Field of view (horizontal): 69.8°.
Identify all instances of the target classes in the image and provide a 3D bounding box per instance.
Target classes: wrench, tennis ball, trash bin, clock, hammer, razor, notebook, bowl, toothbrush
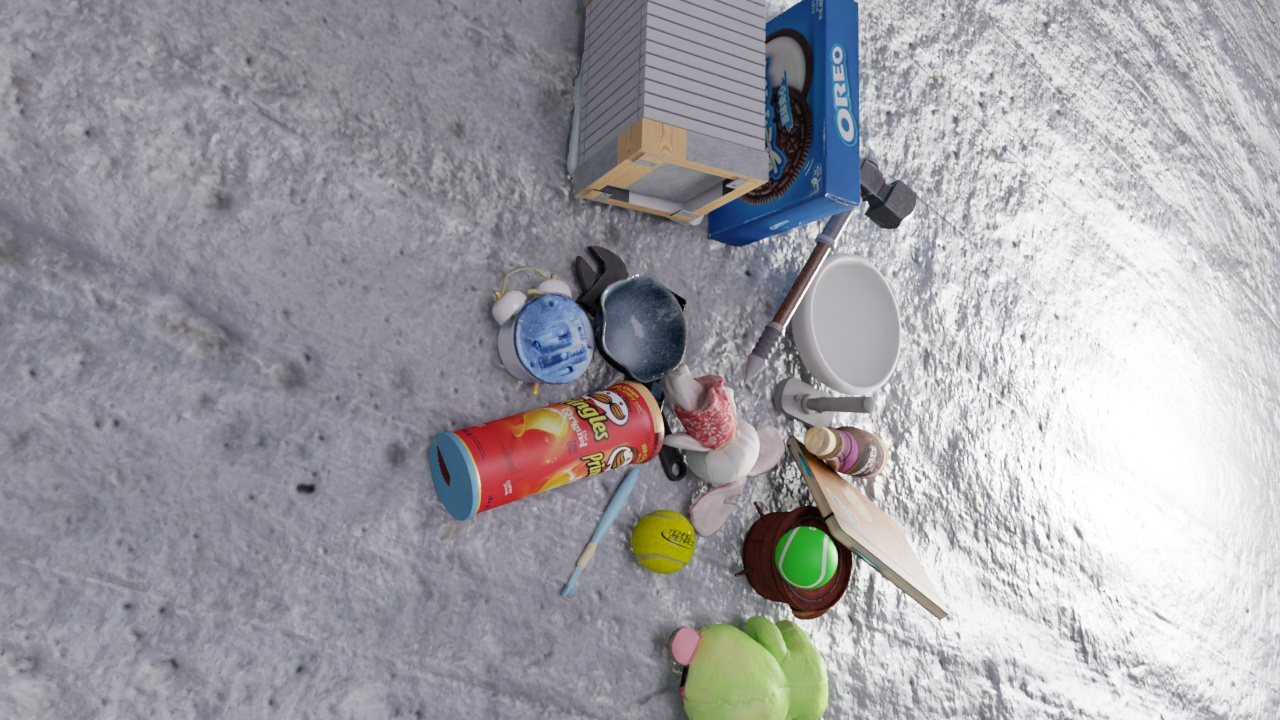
[{"bbox_3d":[-0.006,0.006,0.988,0.072,0.018,0.273,-29,102,-37],"label":"wrench"},{"bbox_3d":[0.175,0.209,0.972,0.065,0.065,0.065,6,80,-36],"label":"tennis ball"},{"bbox_3d":[0.025,0.188,0.953,0.065,0.066,0.065,6,80,-36],"label":"tennis ball"},{"bbox_3d":[0.032,-0.292,0.944,0.142,0.143,0.246,8,78,-28],"label":"trash bin"},{"bbox_3d":[0.188,0.234,1.064,0.157,0.072,0.120,30,67,-29],"label":"clock"},{"bbox_3d":[0.197,-0.106,1.062,0.156,0.043,0.321,36,74,-13],"label":"hammer"},{"bbox_3d":[0.230,0.053,1.094,0.088,0.116,0.047,26,74,-31],"label":"razor"},{"bbox_3d":[0.266,0.199,1.080,0.249,0.014,0.178,39,19,-31],"label":"notebook"},{"bbox_3d":[-0.009,-0.030,0.940,0.110,0.055,0.110,9,75,-34],"label":"bowl"},{"bbox_3d":[-0.038,0.175,0.939,0.154,0.016,0.022,-60,149,-26],"label":"toothbrush"},{"bbox_3d":[0.246,-0.042,1.150,0.176,0.066,0.176,6,80,-36],"label":"bowl"},{"bbox_3d":[-0.098,-0.033,0.902,0.088,0.052,0.125,-20,95,-36],"label":"clock"}]

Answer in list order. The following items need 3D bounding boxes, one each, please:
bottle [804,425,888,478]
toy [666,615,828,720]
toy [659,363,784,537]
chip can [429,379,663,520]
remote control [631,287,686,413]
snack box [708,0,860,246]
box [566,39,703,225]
[{"bbox_3d":[0.244,0.106,1.103,0.166,0.060,0.059,20,71,-54],"label":"bottle"},{"bbox_3d":[0.125,0.350,0.986,0.196,0.107,0.150,0,85,-45],"label":"toy"},{"bbox_3d":[0.080,0.085,0.987,0.158,0.084,0.194,-49,126,-22],"label":"toy"},{"bbox_3d":[-0.085,0.082,0.874,0.212,0.087,0.087,-14,92,-36],"label":"chip can"},{"bbox_3d":[0.021,-0.008,0.987,0.047,0.022,0.150,28,66,-37],"label":"remote control"},{"bbox_3d":[0.158,-0.266,1.036,0.056,0.196,0.238,8,79,-33],"label":"snack box"},{"bbox_3d":[0.009,-0.271,1.029,0.191,0.045,0.209,18,72,-34],"label":"box"}]
